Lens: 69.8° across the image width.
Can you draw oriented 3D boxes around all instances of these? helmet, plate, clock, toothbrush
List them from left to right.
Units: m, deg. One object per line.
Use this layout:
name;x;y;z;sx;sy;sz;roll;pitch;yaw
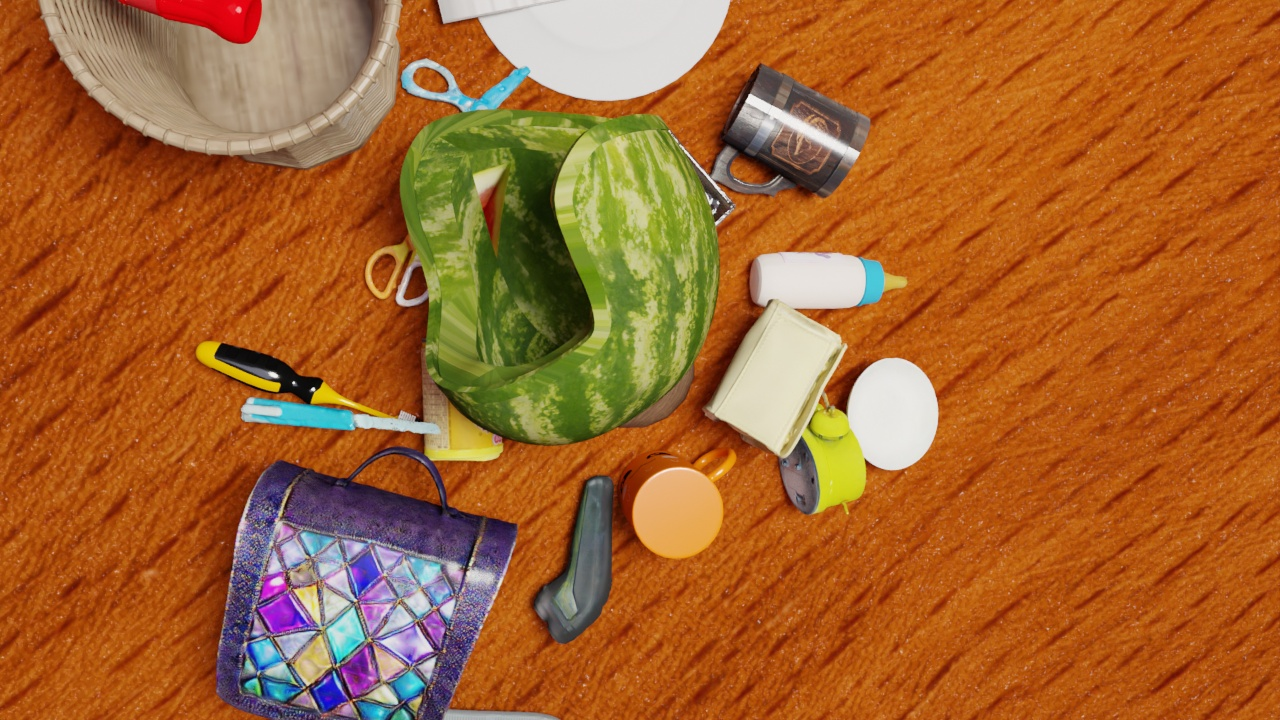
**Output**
toothbrush;-0.283;0.026;0.791;0.196;0.031;0.031;22;121;-13
helmet;-0.051;-0.062;0.702;0.242;0.213;0.247;-16;113;-50
plate;-0.034;-0.355;0.812;0.242;0.016;0.242;0;93;-8
clock;0.161;0.082;0.833;0.057;0.083;0.119;-10;98;-13
plate;0.231;0.050;0.863;0.104;0.026;0.104;1;88;-23

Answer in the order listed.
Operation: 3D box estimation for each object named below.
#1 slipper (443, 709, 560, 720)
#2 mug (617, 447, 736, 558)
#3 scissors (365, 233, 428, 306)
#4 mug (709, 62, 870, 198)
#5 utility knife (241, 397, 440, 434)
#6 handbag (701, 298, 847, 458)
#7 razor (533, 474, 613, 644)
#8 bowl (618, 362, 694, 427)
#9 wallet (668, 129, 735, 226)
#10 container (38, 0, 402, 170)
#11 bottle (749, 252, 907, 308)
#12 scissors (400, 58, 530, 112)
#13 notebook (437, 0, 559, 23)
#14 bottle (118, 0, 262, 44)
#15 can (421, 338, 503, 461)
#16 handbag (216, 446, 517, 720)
slipper;-0.192;0.345;0.817;0.268;0.055;0.098;3;90;-20
mug;0.038;0.114;0.808;0.112;0.096;0.077;-35;97;-5
scissors;-0.193;-0.108;0.803;0.064;0.013;0.128;24;87;-5
mug;0.127;-0.190;0.822;0.107;0.079;0.116;26;115;-8
utility knife;-0.254;0.052;0.774;0.181;0.015;0.022;7;89;11
handbag;0.117;0.015;0.808;0.081;0.111;0.119;30;87;3
razor;-0.055;0.177;0.825;0.067;0.054;0.151;9;87;0
bowl;-0.005;0.005;0.829;0.118;0.030;0.118;0;93;-9
wallet;0.012;-0.133;0.822;0.120;0.031;0.099;-42;102;0
container;-0.286;-0.252;0.689;0.226;0.196;0.227;0;93;-9
bottle;0.175;-0.073;0.842;0.146;0.051;0.051;0;93;-9
scissors;-0.149;-0.206;0.802;0.134;0.011;0.137;15;86;-8
notebook;-0.084;-0.382;0.789;0.209;0.009;0.142;-14;96;-7
bottle;-0.300;-0.233;0.568;0.119;0.036;0.036;18;90;-9
can;-0.154;0.032;0.790;0.067;0.068;0.105;-2;93;-9
handbag;-0.220;0.180;0.757;0.205;0.125;0.222;17;93;-8
